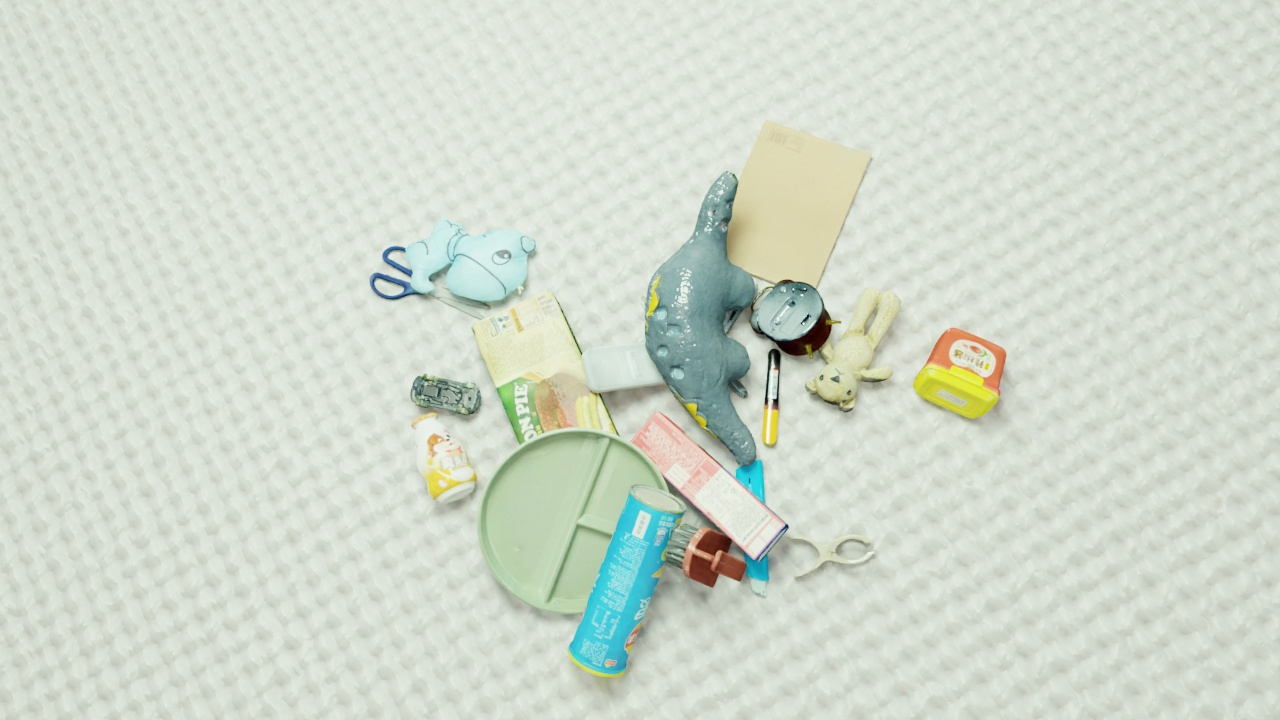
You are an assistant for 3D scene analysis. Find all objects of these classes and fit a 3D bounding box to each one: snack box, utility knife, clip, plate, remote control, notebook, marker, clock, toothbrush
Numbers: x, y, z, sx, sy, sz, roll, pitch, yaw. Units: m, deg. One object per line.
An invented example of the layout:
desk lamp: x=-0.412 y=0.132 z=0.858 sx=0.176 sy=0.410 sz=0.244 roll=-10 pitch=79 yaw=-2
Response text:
snack box: x=-0.111 y=0.042 z=1.141 sx=0.114 sy=0.063 sz=0.240 roll=-25 pitch=76 yaw=-1
utility knife: x=0.137 y=0.201 z=1.104 sx=0.034 sy=0.018 sz=0.160 roll=-4 pitch=78 yaw=4
clip: x=0.226 y=0.226 z=1.085 sx=0.100 sy=0.034 sz=0.070 roll=-11 pitch=76 yaw=11
plate: x=-0.076 y=0.187 z=1.078 sx=0.230 sy=0.027 sz=0.230 roll=-1 pitch=100 yaw=-6
snack box: x=0.385 y=0.014 z=1.098 sx=0.091 sy=0.082 sz=0.080 roll=25 pitch=67 yaw=9
snack box: x=0.081 y=0.149 z=1.090 sx=0.207 sy=0.057 sz=0.058 roll=42 pitch=91 yaw=19
remote control: x=-0.007 y=0.007 z=1.131 sx=0.135 sy=0.020 sz=0.056 roll=-7 pitch=73 yaw=-28
notebook: x=0.193 y=-0.202 z=1.197 sx=0.149 sy=0.012 sz=0.211 roll=22 pitch=80 yaw=11
marker: x=0.163 y=0.045 z=1.141 sx=0.018 sy=0.015 sz=0.123 roll=5 pitch=75 yaw=5
clock: x=0.183 y=-0.056 z=1.134 sx=0.082 sy=0.055 sz=0.122 roll=-51 pitch=50 yaw=-2
toothbrush: x=0.067 y=-0.019 z=1.162 sx=0.016 sy=0.017 sz=0.187 roll=-45 pitch=78 yaw=-7

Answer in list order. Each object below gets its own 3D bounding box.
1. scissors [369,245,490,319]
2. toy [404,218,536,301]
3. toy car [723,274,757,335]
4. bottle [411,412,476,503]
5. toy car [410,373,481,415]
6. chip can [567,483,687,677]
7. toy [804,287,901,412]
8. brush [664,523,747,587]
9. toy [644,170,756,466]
scissors: x=-0.274 y=-0.105 z=1.217 sx=0.173 sy=0.012 sz=0.126 roll=-4 pitch=77 yaw=3
toy: x=-0.218 y=-0.127 z=1.196 sx=0.161 sy=0.050 sz=0.156 roll=-40 pitch=77 yaw=-8
toy car: x=0.106 y=-0.070 z=1.164 sx=0.049 sy=0.031 sz=0.105 roll=33 pitch=83 yaw=12
bottle: x=-0.247 y=0.120 z=1.135 sx=0.063 sy=0.063 sz=0.108 roll=-27 pitch=76 yaw=-2
toy car: x=-0.247 y=0.045 z=1.168 sx=0.090 sy=0.034 sz=0.043 roll=9 pitch=75 yaw=5
chip can: x=-0.015 y=0.250 z=1.047 sx=0.071 sy=0.071 sz=0.210 roll=22 pitch=98 yaw=10
toy: x=0.263 y=-0.017 z=1.118 sx=0.105 sy=0.066 sz=0.157 roll=28 pitch=87 yaw=16
brush: x=0.078 y=0.223 z=1.038 sx=0.069 sy=0.146 sz=0.063 roll=19 pitch=79 yaw=23
toy: x=0.073 y=-0.050 z=1.106 sx=0.138 sy=0.091 sz=0.356 roll=-1 pitch=88 yaw=-1
